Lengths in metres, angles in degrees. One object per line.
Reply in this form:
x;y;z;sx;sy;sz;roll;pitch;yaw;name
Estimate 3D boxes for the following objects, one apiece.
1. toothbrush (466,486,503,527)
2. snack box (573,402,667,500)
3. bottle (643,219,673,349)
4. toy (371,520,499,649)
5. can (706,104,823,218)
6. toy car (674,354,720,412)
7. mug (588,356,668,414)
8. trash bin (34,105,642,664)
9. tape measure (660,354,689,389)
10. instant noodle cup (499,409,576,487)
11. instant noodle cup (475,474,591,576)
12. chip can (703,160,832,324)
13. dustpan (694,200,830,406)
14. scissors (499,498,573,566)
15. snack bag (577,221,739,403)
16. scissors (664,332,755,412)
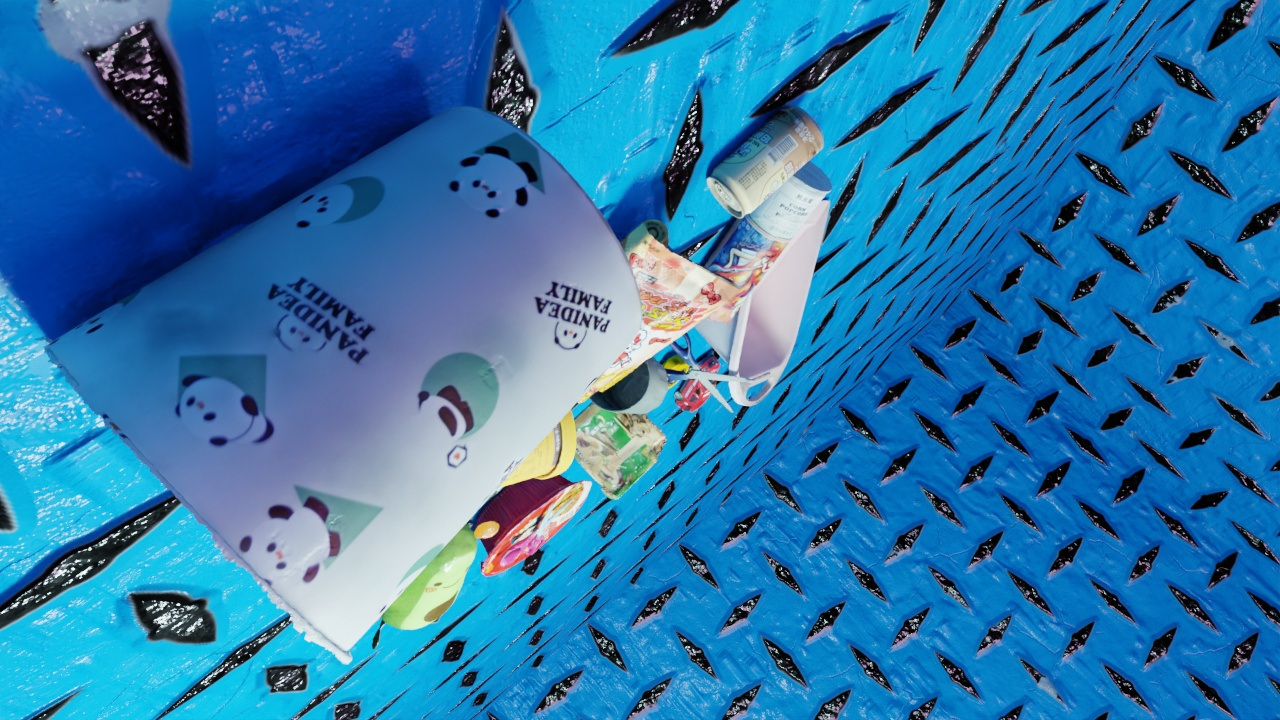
-0.177;0.158;1.193;0.012;0.017;0.186;34;105;-36;toothbrush
-0.034;0.116;1.276;0.117;0.118;0.105;-43;174;-3;snack box
0.011;-0.079;0.963;0.065;0.065;0.219;-39;163;-16;bottle
-0.263;0.265;1.130;0.226;0.090;0.247;-39;168;-41;toy
0.128;-0.203;0.938;0.116;0.058;0.058;-42;164;-4;can
0.096;0.039;1.490;0.052;0.045;0.121;-33;159;-35;toy car
-0.007;0.007;1.123;0.124;0.084;0.103;-64;163;1;mug
-0.148;0.000;0.530;0.251;0.229;0.230;-43;164;-21;trash bin
0.042;0.016;1.332;0.057;0.029;0.060;-20;152;-51;tape measure
-0.143;0.074;0.904;0.114;0.118;0.119;-19;151;-40;instant noodle cup
-0.161;0.215;1.286;0.193;0.066;0.194;-38;162;-15;instant noodle cup
0.136;-0.141;1.091;0.071;0.071;0.215;-23;155;-50;chip can
0.190;-0.078;1.255;0.222;0.139;0.274;-19;151;-54;dustpan
-0.139;0.235;1.248;0.133;0.017;0.134;-42;161;-19;scissors
-0.017;-0.040;0.909;0.128;0.073;0.208;29;130;-29;snack bag
0.064;0.011;1.213;0.012;0.176;0.162;-63;141;-43;scissors
